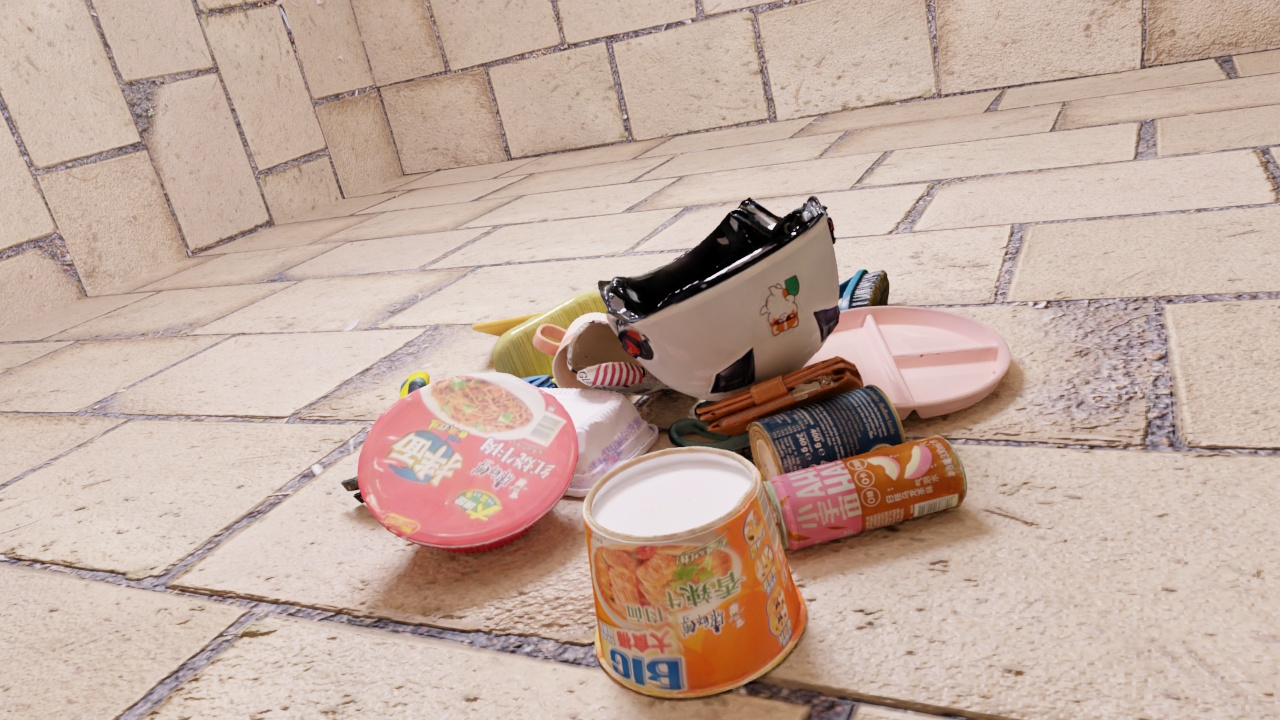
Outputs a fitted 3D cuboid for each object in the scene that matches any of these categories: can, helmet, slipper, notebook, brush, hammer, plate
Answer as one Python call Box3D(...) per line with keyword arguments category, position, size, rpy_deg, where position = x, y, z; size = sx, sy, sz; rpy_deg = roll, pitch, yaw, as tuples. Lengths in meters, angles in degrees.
Box3D(category="can", position=(0.170, 0.102, 0.704), size=(0.147, 0.058, 0.058), rpy_deg=(-14, 21, -3))
Box3D(category="can", position=(0.154, 0.071, 0.768), size=(0.111, 0.075, 0.075), rpy_deg=(-17, 21, -9))
Box3D(category="helmet", position=(0.090, -0.043, 0.877), size=(0.229, 0.157, 0.274), rpy_deg=(-31, 17, -11))
Box3D(category="slipper", position=(-0.108, -0.031, 1.174), size=(0.190, 0.092, 0.082), rpy_deg=(-25, 20, -25))
Box3D(category="notebook", position=(-0.118, -0.060, 1.285), size=(0.206, 0.010, 0.146), rpy_deg=(-11, -3, 6))
Box3D(category="brush", position=(0.257, -0.070, 1.104), size=(0.074, 0.055, 0.143), rpy_deg=(0, 24, 26))
Box3D(category="hammer", position=(-0.268, 0.070, 1.037), size=(0.126, 0.032, 0.323), rpy_deg=(-41, 17, 0))
Box3D(category="plate", position=(0.253, 0.001, 0.932), size=(0.229, 0.028, 0.229), rpy_deg=(-6, 26, 3))

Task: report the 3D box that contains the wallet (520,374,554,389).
Box3D(category="wallet", position=(-0.173, 0.057, 1.033), size=(0.132, 0.040, 0.107), rpy_deg=(-34, 18, -37))

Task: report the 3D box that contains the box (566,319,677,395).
Box3D(category="box", position=(-0.004, 0.010, 0.975), size=(0.087, 0.076, 0.162), rpy_deg=(32, 11, 33))

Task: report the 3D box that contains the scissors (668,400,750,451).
Box3D(category="scissors", position=(0.096, 0.073, 0.879), size=(0.129, 0.019, 0.185), rpy_deg=(-24, 22, -26))

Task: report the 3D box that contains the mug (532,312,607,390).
Box3D(category="mug", position=(-0.070, -0.011, 1.079), size=(0.114, 0.082, 0.105), rpy_deg=(22, 19, -5))

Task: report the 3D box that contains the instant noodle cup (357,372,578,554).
Box3D(category="instant noodle cup", position=(-0.148, 0.100, 0.819), size=(0.194, 0.066, 0.193), rpy_deg=(-2, 46, 2))

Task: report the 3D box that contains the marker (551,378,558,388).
Box3D(category="marker", position=(-0.112, 0.039, 1.098), size=(0.018, 0.015, 0.123), rpy_deg=(-4, 25, 33))

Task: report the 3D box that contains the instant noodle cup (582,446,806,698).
Box3D(category="instant noodle cup", position=(0.030, 0.134, 0.626), size=(0.151, 0.111, 0.151), rpy_deg=(-11, 21, 4))

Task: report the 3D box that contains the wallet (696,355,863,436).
Box3D(category="wallet", position=(0.124, 0.033, 0.805), size=(0.132, 0.031, 0.107), rpy_deg=(-24, -15, 18))

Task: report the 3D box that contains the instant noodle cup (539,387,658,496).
Box3D(category="instant noodle cup", position=(-0.084, 0.074, 0.928), size=(0.174, 0.060, 0.137), rpy_deg=(3, 25, 32))
